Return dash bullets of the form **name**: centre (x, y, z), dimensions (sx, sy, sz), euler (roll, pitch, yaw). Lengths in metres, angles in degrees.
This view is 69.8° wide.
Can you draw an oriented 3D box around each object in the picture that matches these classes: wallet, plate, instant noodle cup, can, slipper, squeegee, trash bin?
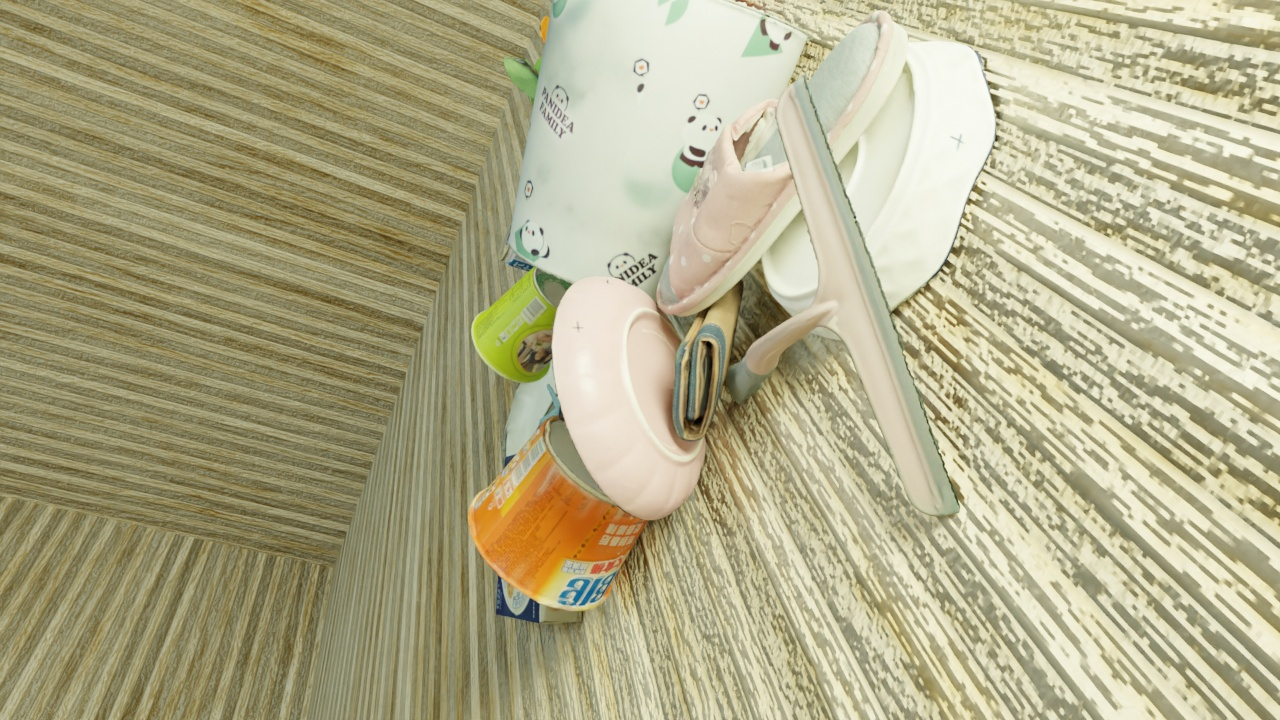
- **wallet**: centre (0.053, -0.005, 0.693), dimensions (0.115, 0.033, 0.090), euler (-61, -20, -56)
- **plate**: centre (0.004, 0.023, 0.697), dimensions (0.039, 0.192, 0.192), euler (-18, 48, 26)
- **plate**: centre (-0.120, 0.037, 1.203), dimensions (0.266, 0.034, 0.161), euler (-58, 24, 34)
- **instant noodle cup**: centre (-0.060, 0.126, 0.807), dimensions (0.112, 0.151, 0.151), euler (-55, 24, 21)
- **instant noodle cup**: centre (-0.124, -0.052, 1.098), dimensions (0.124, 0.111, 0.111), euler (-44, 32, 36)
- **can**: centre (-0.109, -0.129, 1.166), dimensions (0.053, 0.134, 0.053), euler (-163, 91, -71)
- **slipper**: centre (0.075, -0.128, 0.631), dimensions (0.275, 0.054, 0.114), euler (-47, 24, 45)
- **plate**: centre (0.142, -0.115, 0.605), dimensions (0.205, 0.045, 0.205), euler (-163, 91, -71)
- **squeegee**: centre (0.087, -0.005, 0.591), dimensions (0.250, 0.040, 0.247), euler (123, 131, -72)
- **trash bin**: centre (0.003, -0.197, 0.816), dimensions (0.229, 0.229, 0.252), euler (-120, 44, -65)

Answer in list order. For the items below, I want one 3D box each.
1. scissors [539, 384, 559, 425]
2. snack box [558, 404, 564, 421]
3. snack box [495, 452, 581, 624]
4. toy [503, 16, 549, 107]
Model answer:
- **scissors**: centre (-0.091, 0.065, 1.041), dimensions (0.134, 0.017, 0.118), euler (-32, 53, 57)
- **snack box**: centre (-0.008, 0.021, 0.797), dimensions (0.053, 0.125, 0.113), euler (-31, 42, 40)
- **snack box**: centre (-0.108, 0.184, 0.982), dimensions (0.183, 0.045, 0.177), euler (152, 122, -64)
- **toy**: centre (-0.067, -0.263, 0.995), dimensions (0.246, 0.090, 0.227), euler (21, -135, -85)
